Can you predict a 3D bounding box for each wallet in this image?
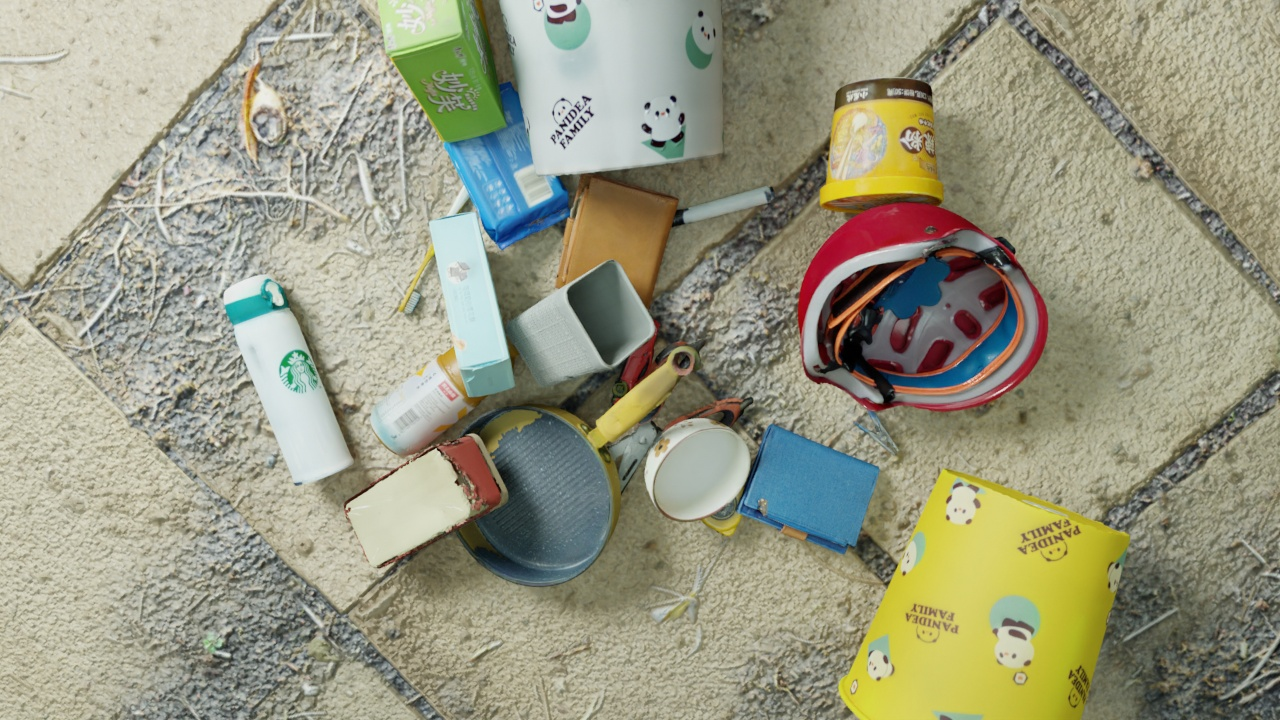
[{"bbox_3d":[0.181,0.140,0.990,0.133,0.040,0.106,22,84,-5],"label":"wallet"},{"bbox_3d":[-0.028,-0.121,0.960,0.108,0.031,0.132,15,112,1],"label":"wallet"}]

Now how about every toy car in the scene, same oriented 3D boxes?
[{"bbox_3d":[-0.006,0.006,0.980,0.031,0.049,0.106,23,97,0],"label":"toy car"}]

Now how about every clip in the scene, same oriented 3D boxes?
[{"bbox_3d":[0.259,0.080,0.992,0.045,0.027,0.058,-42,95,-1],"label":"clip"}]

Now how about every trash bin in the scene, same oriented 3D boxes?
[{"bbox_3d":[0.352,0.259,0.924,0.229,0.229,0.255,19,93,0],"label":"trash bin"},{"bbox_3d":[-0.025,-0.308,0.856,0.229,0.229,0.252,-5,104,3],"label":"trash bin"}]

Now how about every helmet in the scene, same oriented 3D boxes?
[{"bbox_3d":[0.268,-0.061,0.910,0.240,0.143,0.207,20,124,-21],"label":"helmet"}]

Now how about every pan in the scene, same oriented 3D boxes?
[{"bbox_3d":[-0.065,0.096,0.937,0.358,0.078,0.197,-41,85,21],"label":"pan"}]

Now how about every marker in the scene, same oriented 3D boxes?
[{"bbox_3d":[0.077,-0.160,0.966,0.131,0.022,0.018,-15,69,6],"label":"marker"}]

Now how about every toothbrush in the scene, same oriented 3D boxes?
[{"bbox_3d":[-0.211,-0.132,0.986,0.018,0.016,0.191,29,99,-13],"label":"toothbrush"}]

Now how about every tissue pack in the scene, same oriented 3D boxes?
[{"bbox_3d":[-0.142,-0.201,0.945,0.094,0.052,0.157,-28,99,-16],"label":"tissue pack"}]

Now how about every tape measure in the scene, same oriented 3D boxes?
[{"bbox_3d":[0.089,0.158,1.008,0.057,0.029,0.060,28,81,2],"label":"tape measure"}]

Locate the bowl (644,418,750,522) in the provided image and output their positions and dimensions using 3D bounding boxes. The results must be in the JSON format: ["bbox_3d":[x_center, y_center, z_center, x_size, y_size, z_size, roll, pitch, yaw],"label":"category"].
[{"bbox_3d":[0.051,0.106,0.961,0.113,0.062,0.114,-13,123,-21],"label":"bowl"}]

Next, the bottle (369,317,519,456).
[{"bbox_3d":[-0.200,0.025,0.981,0.189,0.068,0.068,-37,95,4],"label":"bottle"}]

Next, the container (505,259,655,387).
[{"bbox_3d":[-0.065,-0.033,0.931,0.115,0.090,0.090,-20,104,44],"label":"container"}]

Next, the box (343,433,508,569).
[{"bbox_3d":[-0.231,0.153,0.962,0.169,0.080,0.091,-31,83,29],"label":"box"}]

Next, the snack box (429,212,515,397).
[{"bbox_3d":[-0.169,-0.056,0.924,0.051,0.074,0.174,-13,67,-8],"label":"snack box"}]

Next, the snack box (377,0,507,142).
[{"bbox_3d":[-0.190,-0.334,0.851,0.070,0.158,0.210,-14,74,2],"label":"snack box"}]

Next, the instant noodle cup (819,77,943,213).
[{"bbox_3d":[0.239,-0.210,0.909,0.118,0.118,0.114,1,90,2],"label":"instant noodle cup"}]

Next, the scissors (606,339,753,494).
[{"bbox_3d":[0.019,0.069,0.981,0.226,0.015,0.189,-15,125,-7],"label":"scissors"}]

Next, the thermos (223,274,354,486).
[{"bbox_3d":[-0.380,0.019,0.988,0.073,0.073,0.224,-19,97,5],"label":"thermos"}]
